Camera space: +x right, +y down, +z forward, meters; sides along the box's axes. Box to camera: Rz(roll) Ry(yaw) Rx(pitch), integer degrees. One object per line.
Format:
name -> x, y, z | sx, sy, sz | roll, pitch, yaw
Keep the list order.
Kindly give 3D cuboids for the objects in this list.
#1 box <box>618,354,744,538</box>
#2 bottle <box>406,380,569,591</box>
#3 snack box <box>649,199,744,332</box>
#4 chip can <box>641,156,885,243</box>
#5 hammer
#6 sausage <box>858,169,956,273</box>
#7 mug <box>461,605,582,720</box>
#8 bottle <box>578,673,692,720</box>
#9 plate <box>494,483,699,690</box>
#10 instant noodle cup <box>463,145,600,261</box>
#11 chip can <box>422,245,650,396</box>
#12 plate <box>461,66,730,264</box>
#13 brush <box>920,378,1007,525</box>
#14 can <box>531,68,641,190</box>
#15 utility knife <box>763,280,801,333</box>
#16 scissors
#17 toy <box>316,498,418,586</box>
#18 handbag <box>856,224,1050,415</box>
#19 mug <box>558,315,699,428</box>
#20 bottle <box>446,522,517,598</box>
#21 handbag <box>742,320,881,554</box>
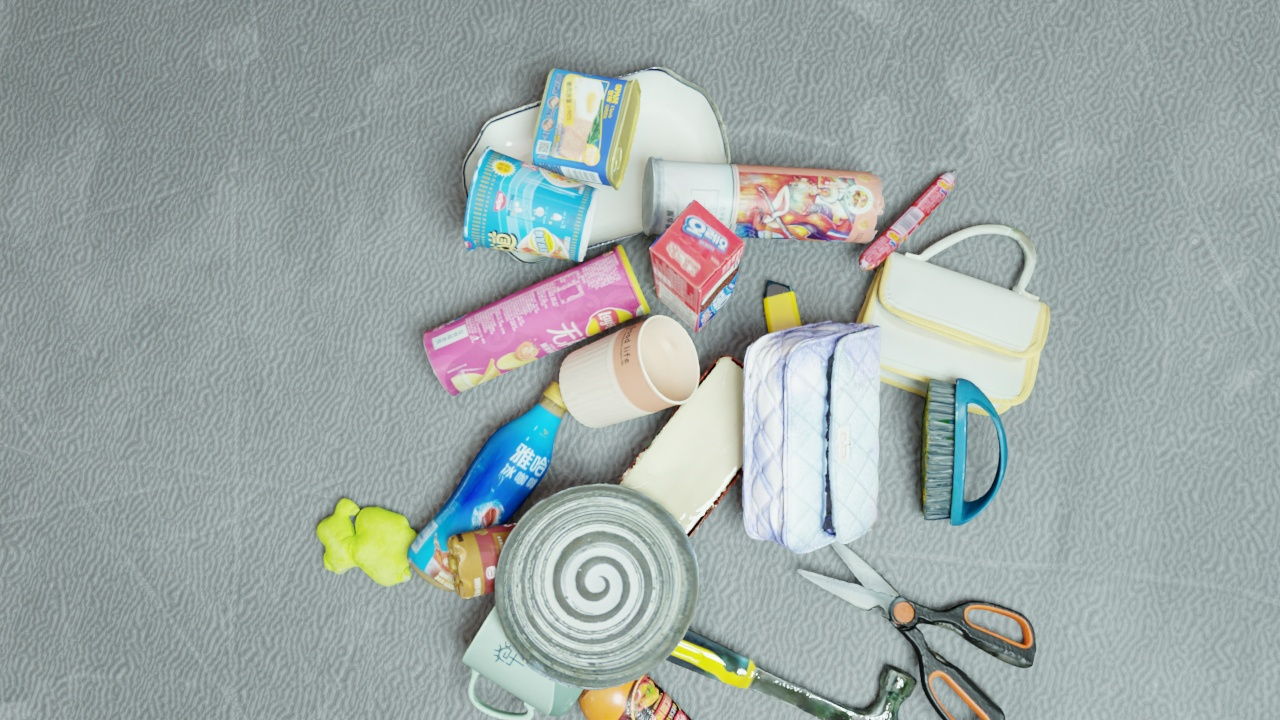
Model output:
box -> 0.056, 0.080, 0.854 | 0.091, 0.077, 0.168 | 38, 88, 7
bottle -> -0.135, 0.115, 0.875 | 0.065, 0.065, 0.218 | 36, 87, 8
snack box -> 0.048, -0.077, 0.808 | 0.058, 0.207, 0.057 | 42, 86, 7
chip can -> 0.112, -0.148, 0.856 | 0.214, 0.071, 0.071 | 1, 83, -8
hammer -> 0.080, 0.282, 0.835 | 0.323, 0.032, 0.126 | 24, 87, 0
sausage -> 0.255, -0.132, 0.869 | 0.020, 0.020, 0.155 | 44, 71, 8
mug -> -0.104, 0.279, 0.841 | 0.106, 0.082, 0.111 | 33, 83, 2
bottle -> 0.016, 0.337, 0.840 | 0.149, 0.067, 0.066 | 38, 88, 1
plate -> -0.038, 0.196, 0.802 | 0.179, 0.024, 0.179 | 0, 90, -8
instant noodle cup -> -0.098, -0.138, 0.855 | 0.110, 0.099, 0.099 | 14, 85, -2
chip can -> -0.100, -0.038, 0.886 | 0.210, 0.071, 0.071 | -23, 82, 3
plate -> -0.044, -0.190, 0.916 | 0.266, 0.034, 0.162 | -17, 82, 3
brush -> 0.287, 0.083, 0.816 | 0.074, 0.055, 0.144 | 4, 115, 20
can -> -0.052, -0.221, 0.874 | 0.083, 0.057, 0.102 | 13, 84, 9
utility knife -> 0.147, 0.002, 0.886 | 0.033, 0.015, 0.167 | -13, 84, 10
scissors -> 0.259, 0.234, 0.837 | 0.197, 0.022, 0.227 | -22, 74, -13
toy -> -0.265, 0.177, 0.897 | 0.100, 0.031, 0.096 | -18, 80, 4
handbag -> 0.298, -0.053, 0.858 | 0.163, 0.063, 0.178 | 19, 82, 6
mug -> -0.005, 0.005, 0.856 | 0.106, 0.114, 0.081 | -21, 109, 38
bottle -> -0.085, 0.170, 0.841 | 0.174, 0.058, 0.057 | -10, 82, -22
handbag -> 0.156, 0.068, 0.803 | 0.076, 0.134, 0.194 | 13, 110, 48
